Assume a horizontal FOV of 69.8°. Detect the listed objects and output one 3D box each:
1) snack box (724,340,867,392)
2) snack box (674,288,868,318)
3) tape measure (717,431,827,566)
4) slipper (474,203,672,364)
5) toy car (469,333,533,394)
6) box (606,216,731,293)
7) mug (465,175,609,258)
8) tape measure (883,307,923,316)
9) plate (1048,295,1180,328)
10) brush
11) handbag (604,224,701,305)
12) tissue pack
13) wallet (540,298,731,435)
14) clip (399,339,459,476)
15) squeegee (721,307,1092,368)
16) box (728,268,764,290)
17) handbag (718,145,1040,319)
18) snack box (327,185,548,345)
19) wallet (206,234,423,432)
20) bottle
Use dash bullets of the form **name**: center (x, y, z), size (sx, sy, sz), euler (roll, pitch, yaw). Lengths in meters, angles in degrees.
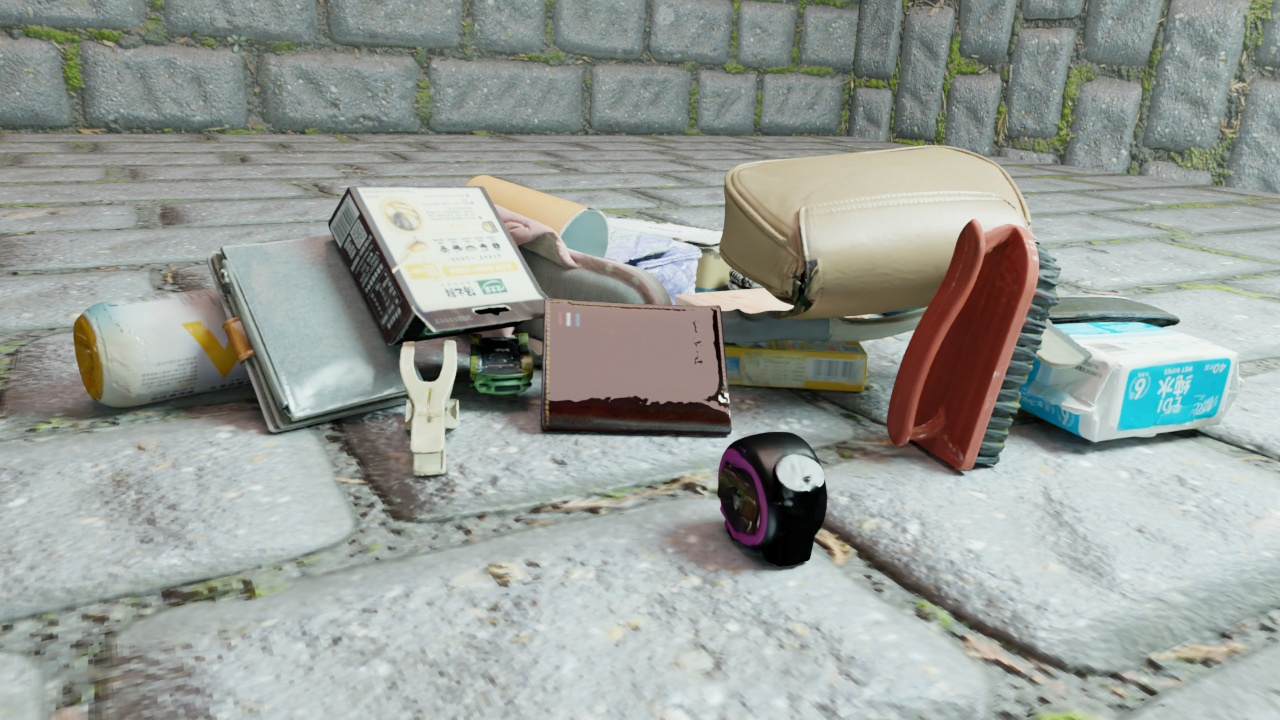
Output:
- **snack box**: center (0.097, -0.007, 0.709), size (0.140, 0.034, 0.086), euler (5, 18, 1)
- **snack box**: center (0.118, -0.043, 0.828), size (0.157, 0.026, 0.084), euler (-7, 21, -26)
- **tape measure**: center (0.062, 0.064, 0.445), size (0.039, 0.057, 0.058), euler (-6, 29, -22)
- **slipper**: center (-0.091, -0.055, 0.709), size (0.275, 0.114, 0.054), euler (24, 23, 34)
- **toy car**: center (-0.097, 0.004, 0.636), size (0.043, 0.036, 0.091), euler (1, 14, -10)
- **box**: center (0.030, -0.113, 0.985), size (0.184, 0.060, 0.089), euler (17, 23, 31)
- **mug**: center (-0.097, -0.113, 0.784), size (0.123, 0.078, 0.078), euler (28, 28, 27)
- **tape measure**: center (0.263, -0.056, 0.893), size (0.058, 0.025, 0.054), euler (-4, 18, -17)
- **plate**: center (0.336, -0.036, 0.746), size (0.179, 0.024, 0.179), euler (0, -4, 0)
- **brush**: center (0.198, -0.011, 0.551), size (0.069, 0.146, 0.063), euler (11, 14, -21)
- **handbag**: center (-0.045, -0.096, 0.890), size (0.194, 0.076, 0.133), euler (17, 23, 39)
- **tissue pack**: center (0.323, 0.013, 0.626), size (0.140, 0.063, 0.090), euler (-4, 19, -21)
- **wallet**: center (-0.004, 0.004, 0.600), size (0.122, 0.020, 0.096), euler (2, 62, -5)
- **clip**: center (-0.126, 0.018, 0.545), size (0.035, 0.092, 0.103), euler (0, 7, -9)
- **squeegee**: center (0.144, -0.030, 0.673), size (0.246, 0.039, 0.246), euler (-6, 28, -7)
- **box**: center (0.167, -0.077, 0.929), size (0.164, 0.057, 0.071), euler (-2, 2, -17)
- **handbag**: center (0.161, -0.085, 0.636), size (0.204, 0.100, 0.147), euler (-6, 35, -7)
- **snack box**: center (-0.132, -0.062, 0.629), size (0.113, 0.053, 0.125), euler (-12, 66, -46)
- **wallet**: center (-0.213, -0.020, 0.598), size (0.106, 0.037, 0.129), euler (-15, 68, -39)
- **bottle**: center (-0.272, -0.017, 0.625), size (0.189, 0.068, 0.068), euler (-13, 24, -41)
